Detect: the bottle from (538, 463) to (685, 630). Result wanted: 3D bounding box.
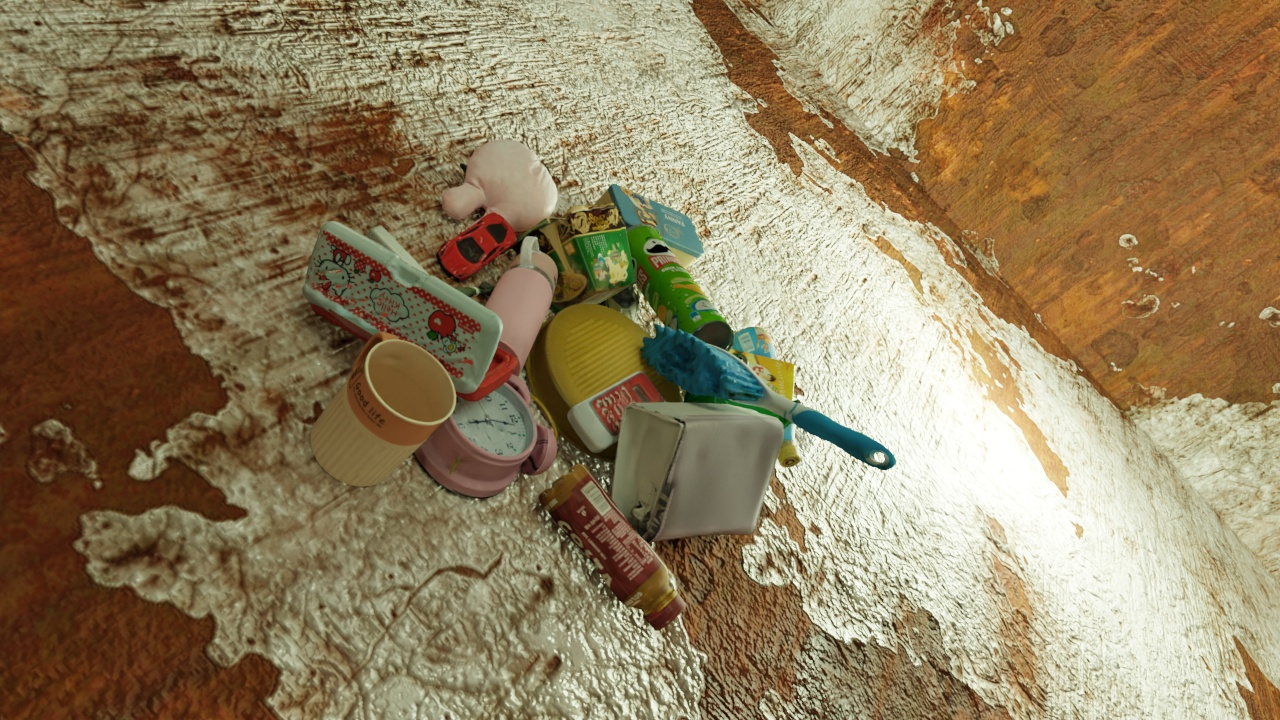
[{"bbox_3d":[-0.025,0.184,0.898,0.175,0.058,0.057,50,32,5],"label":"bottle"}]

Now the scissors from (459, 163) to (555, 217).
[{"bbox_3d":[-0.143,-0.202,1.220,0.188,0.015,0.222,-8,64,-52],"label":"scissors"}]

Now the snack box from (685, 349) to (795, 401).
[{"bbox_3d":[0.134,0.026,1.224,0.140,0.034,0.086,15,40,2],"label":"snack box"}]

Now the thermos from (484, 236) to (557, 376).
[{"bbox_3d":[-0.138,-0.061,1.008,0.067,0.087,0.198,8,37,6],"label":"thermos"}]

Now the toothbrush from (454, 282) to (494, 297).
[{"bbox_3d":[-0.182,-0.074,0.970,0.017,0.012,0.185,40,8,0],"label":"toothbrush"}]

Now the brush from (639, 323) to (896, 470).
[{"bbox_3d":[0.128,0.038,0.998,0.109,0.060,0.315,15,11,-40],"label":"brush"}]

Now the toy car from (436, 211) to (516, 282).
[{"bbox_3d":[-0.188,-0.131,1.056,0.049,0.031,0.106,51,52,-6],"label":"toy car"}]

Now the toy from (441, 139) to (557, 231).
[{"bbox_3d":[-0.174,-0.206,1.135,0.121,0.054,0.159,49,53,-7],"label":"toy"}]

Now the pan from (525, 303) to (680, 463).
[{"bbox_3d":[-0.007,0.007,1.130,0.197,0.078,0.356,54,38,4],"label":"pan"}]

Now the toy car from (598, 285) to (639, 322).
[{"bbox_3d":[-0.042,-0.115,1.215,0.070,0.042,0.158,0,65,-49],"label":"toy car"}]

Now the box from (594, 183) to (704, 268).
[{"bbox_3d":[0.014,-0.189,1.354,0.184,0.062,0.089,12,47,-41],"label":"box"}]

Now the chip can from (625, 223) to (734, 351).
[{"bbox_3d":[0.041,-0.091,1.212,0.072,0.072,0.236,17,28,-39],"label":"chip can"}]

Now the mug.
[{"bbox_3d":[-0.222,0.034,0.779,0.081,0.106,0.114,14,45,-42],"label":"mug"}]

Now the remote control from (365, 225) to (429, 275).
[{"bbox_3d":[-0.234,-0.071,0.929,0.135,0.056,0.019,45,31,-2],"label":"remote control"}]

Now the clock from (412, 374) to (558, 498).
[{"bbox_3d":[-0.143,0.065,0.884,0.158,0.060,0.117,-4,56,-52],"label":"clock"}]

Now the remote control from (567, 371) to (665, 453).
[{"bbox_3d":[-0.023,0.054,0.994,0.056,0.020,0.135,55,38,6],"label":"remote control"}]

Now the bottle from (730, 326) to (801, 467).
[{"bbox_3d":[0.179,0.051,1.283,0.065,0.065,0.218,20,41,-37],"label":"bottle"}]

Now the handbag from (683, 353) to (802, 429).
[{"bbox_3d":[0.124,0.061,1.153,0.131,0.120,0.067,39,29,-14],"label":"handbag"}]

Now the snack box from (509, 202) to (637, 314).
[{"bbox_3d":[-0.076,-0.121,1.131,0.118,0.118,0.105,-16,83,-49],"label":"snack box"}]

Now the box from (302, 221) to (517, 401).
[{"bbox_3d":[-0.206,-0.052,0.838,0.201,0.102,0.095,29,32,13],"label":"box"}]

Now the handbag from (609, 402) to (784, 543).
[{"bbox_3d":[0.058,0.121,1.001,0.196,0.099,0.145,5,95,-49],"label":"handbag"}]
